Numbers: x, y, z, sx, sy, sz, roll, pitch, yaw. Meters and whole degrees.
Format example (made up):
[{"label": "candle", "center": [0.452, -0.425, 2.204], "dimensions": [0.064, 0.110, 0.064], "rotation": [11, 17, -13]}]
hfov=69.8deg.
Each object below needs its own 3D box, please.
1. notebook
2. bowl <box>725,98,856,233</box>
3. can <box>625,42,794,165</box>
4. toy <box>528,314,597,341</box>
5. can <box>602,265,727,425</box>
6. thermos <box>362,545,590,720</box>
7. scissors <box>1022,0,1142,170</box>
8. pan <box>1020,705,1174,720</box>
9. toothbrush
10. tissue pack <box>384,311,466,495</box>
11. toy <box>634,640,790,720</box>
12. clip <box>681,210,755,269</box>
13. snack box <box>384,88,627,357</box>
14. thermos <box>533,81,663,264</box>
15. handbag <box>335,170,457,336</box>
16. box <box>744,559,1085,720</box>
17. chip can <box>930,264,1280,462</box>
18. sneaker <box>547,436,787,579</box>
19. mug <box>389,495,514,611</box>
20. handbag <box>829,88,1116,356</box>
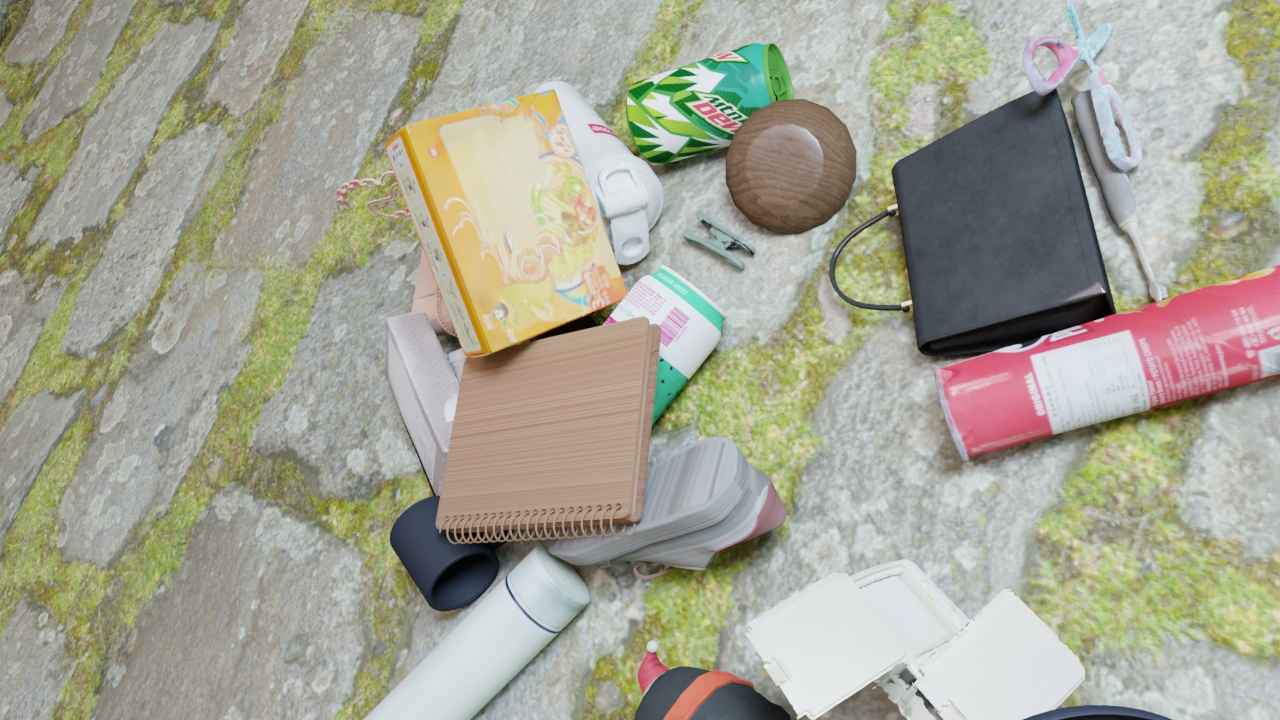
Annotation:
[{"label": "notebook", "center": [-0.080, 0.062, 0.744], "dimensions": [0.211, 0.022, 0.169], "rotation": [-11, 64, 37]}, {"label": "bowl", "center": [0.127, -0.169, 0.798], "dimensions": [0.118, 0.030, 0.118], "rotation": [3, 99, 19]}, {"label": "can", "center": [0.066, -0.242, 0.869], "dimensions": [0.144, 0.083, 0.083], "rotation": [-10, 64, 27]}, {"label": "toy", "center": [-0.085, -0.010, 0.869], "dimensions": [0.100, 0.063, 0.076], "rotation": [-43, 89, -11]}, {"label": "can", "center": [-0.005, 0.005, 0.795], "dimensions": [0.166, 0.088, 0.088], "rotation": [-51, 53, 1]}, {"label": "thermos", "center": [-0.143, 0.257, 0.778], "dimensions": [0.230, 0.068, 0.068], "rotation": [-46, 53, 5]}, {"label": "scissors", "center": [0.343, -0.213, 0.694], "dimensions": [0.172, 0.158, 0.014], "rotation": [-41, 5, -40]}, {"label": "pan", "center": [0.319, 0.253, 0.489], "dimensions": [0.356, 0.021, 0.199], "rotation": [-21, 94, 6]}, {"label": "toothbrush", "center": [0.355, -0.124, 0.681], "dimensions": [0.022, 0.024, 0.185], "rotation": [130, 140, -54]}, {"label": "tissue pack", "center": [-0.195, 0.039, 0.896], "dimensions": [0.181, 0.071, 0.104], "rotation": [61, 148, 36]}, {"label": "toy", "center": [0.042, 0.264, 0.648], "dimensions": [0.119, 0.097, 0.099], "rotation": [21, 63, 44]}, {"label": "clip", "center": [0.073, -0.109, 0.843], "dimensions": [0.076, 0.023, 0.047], "rotation": [37, 91, 39]}, {"label": "snack box", "center": [-0.116, -0.118, 0.798], "dimensions": [0.081, 0.144, 0.195], "rotation": [-7, 105, 58]}, {"label": "thermos", "center": [-0.054, -0.197, 0.915], "dimensions": [0.099, 0.099, 0.220], "rotation": [-39, 50, 10]}, {"label": "handbag", "center": [-0.210, -0.103, 0.902], "dimensions": [0.199, 0.187, 0.116], "rotation": [-8, 64, 41]}, {"label": "box", "center": [0.170, 0.168, 0.535], "dimensions": [0.143, 0.193, 0.101], "rotation": [47, 123, 32]}, {"label": "chip can", "center": [0.322, 0.002, 0.612], "dimensions": [0.233, 0.073, 0.073], "rotation": [-19, 60, 22]}, {"label": "sneaker", "center": [0.019, 0.131, 0.732], "dimensions": [0.237, 0.089, 0.099], "rotation": [-23, 33, 48]}, {"label": "mug", "center": [-0.165, 0.165, 0.837], "dimensions": [0.105, 0.071, 0.077], "rotation": [-35, 51, -16]}, {"label": "handbag", "center": [0.240, -0.089, 0.710], "dimensions": [0.196, 0.072, 0.175], "rotation": [-15, 61, 29]}]
